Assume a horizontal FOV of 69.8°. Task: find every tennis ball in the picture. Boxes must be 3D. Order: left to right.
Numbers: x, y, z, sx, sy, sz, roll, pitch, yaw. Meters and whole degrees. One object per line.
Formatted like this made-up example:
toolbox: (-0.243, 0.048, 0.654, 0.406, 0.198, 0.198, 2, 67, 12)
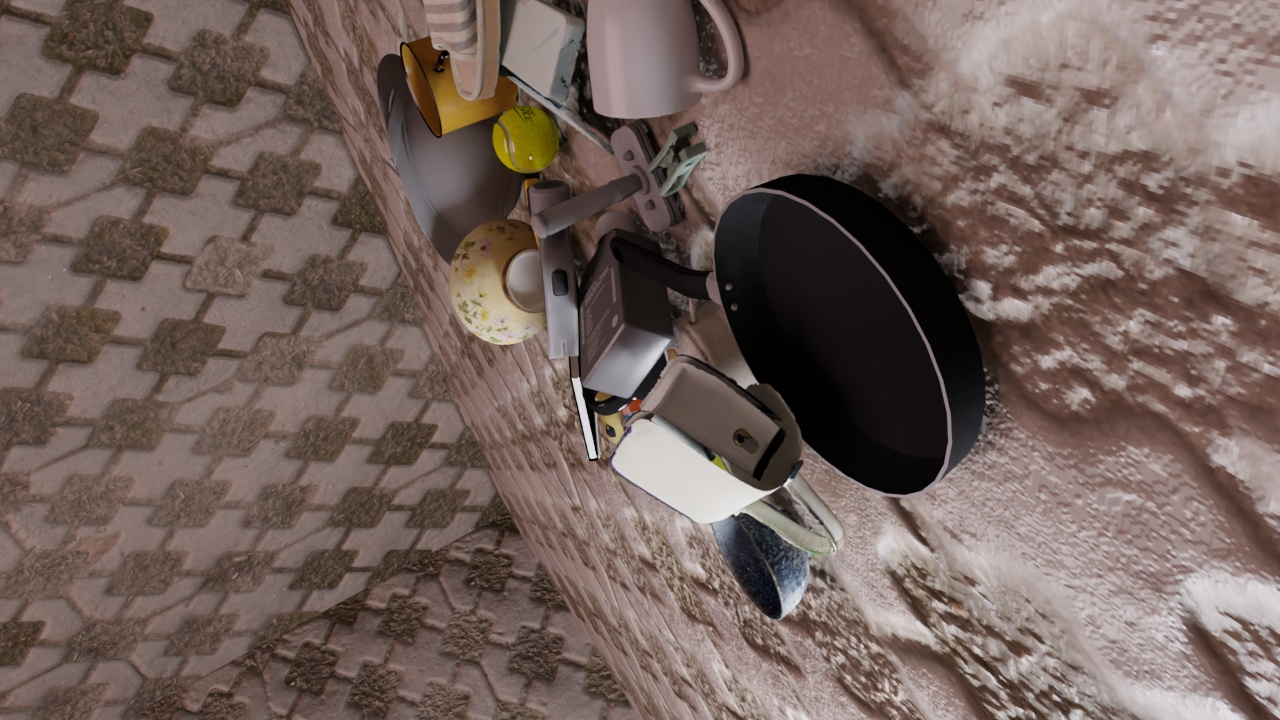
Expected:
tennis ball: (-0.114, -0.220, 0.914, 0.065, 0.065, 0.065, 55, 162, 27)

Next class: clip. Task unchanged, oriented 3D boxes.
clip: (0.026, -0.147, 0.679, 0.042, 0.023, 0.076, 63, 162, 3)

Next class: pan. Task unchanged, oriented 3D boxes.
pan: (0.081, -0.040, 0.606, 0.356, 0.044, 0.204, 34, 149, 53)

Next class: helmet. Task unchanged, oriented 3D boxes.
helmet: (-0.200, -0.245, 1.071, 0.183, 0.118, 0.271, -20, -87, -76)

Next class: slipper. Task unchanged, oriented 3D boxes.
slipper: (-0.162, -0.360, 0.783, 0.114, 0.054, 0.273, 41, 138, 48)

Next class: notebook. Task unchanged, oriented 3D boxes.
notebook: (-0.070, -0.009, 1.052, 0.149, 0.016, 0.206, 82, 180, -49)

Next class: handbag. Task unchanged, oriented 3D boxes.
handbag: (0.073, 0.077, 0.658, 0.176, 0.073, 0.151, 33, 158, 2)

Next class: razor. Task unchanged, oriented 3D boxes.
razor: (-0.034, -0.127, 0.724, 0.047, 0.116, 0.088, -1, 115, 65)

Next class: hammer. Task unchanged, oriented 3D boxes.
hammer: (-0.097, -0.130, 0.926, 0.324, 0.034, 0.170, -113, 18, -62)

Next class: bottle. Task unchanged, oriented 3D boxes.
bottle: (-0.017, -0.061, 0.791, 0.084, 0.046, 0.173, -54, 30, 40)

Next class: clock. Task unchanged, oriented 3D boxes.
clock: (0.067, 0.024, 0.752, 0.157, 0.061, 0.103, 65, 164, -1)

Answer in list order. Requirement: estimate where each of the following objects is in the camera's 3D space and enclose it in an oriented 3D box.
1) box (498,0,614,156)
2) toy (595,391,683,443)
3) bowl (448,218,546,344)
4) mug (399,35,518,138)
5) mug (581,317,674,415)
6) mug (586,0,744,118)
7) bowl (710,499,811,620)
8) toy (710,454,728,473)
box: (-0.085, -0.263, 0.810, 0.126, 0.074, 0.197, 51, 179, -42)
toy: (0.000, 0.045, 0.959, 0.176, 0.096, 0.112, 38, 153, 33)
bowl: (-0.135, -0.089, 1.028, 0.063, 0.144, 0.145, 3, 120, 52)
mug: (-0.185, -0.300, 0.956, 0.100, 0.094, 0.124, 65, 163, -1)
mug: (-0.005, 0.005, 0.851, 0.078, 0.113, 0.088, 51, 171, -29)
mug: (0.015, -0.203, 0.567, 0.107, 0.071, 0.089, 15, 127, 32)
bowl: (0.118, 0.169, 0.827, 0.114, 0.060, 0.114, 55, 161, 29)
toy: (0.067, 0.067, 0.855, 0.092, 0.043, 0.118, 64, 168, -16)
